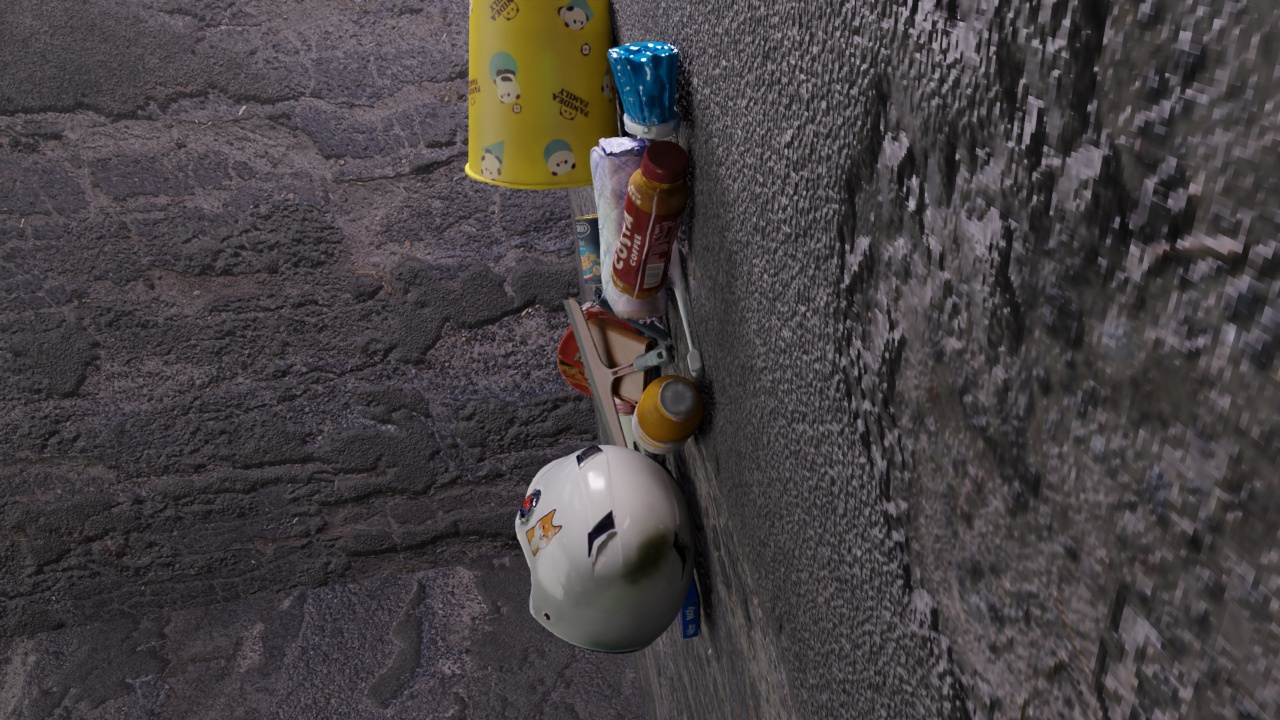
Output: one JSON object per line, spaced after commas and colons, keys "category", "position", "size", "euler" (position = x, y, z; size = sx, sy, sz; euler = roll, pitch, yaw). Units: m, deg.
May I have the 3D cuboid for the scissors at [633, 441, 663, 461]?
{"category": "scissors", "position": [0.008, 0.192, 1.276], "size": [0.162, 0.163, 0.012], "euler": [52, 142, 17]}

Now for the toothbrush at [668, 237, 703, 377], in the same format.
{"category": "toothbrush", "position": [0.041, -0.067, 0.938], "size": [0.016, 0.016, 0.180], "euler": [80, 179, -70]}

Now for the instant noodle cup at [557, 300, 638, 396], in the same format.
{"category": "instant noodle cup", "position": [-0.061, -0.029, 1.458], "size": [0.108, 0.138, 0.138], "euler": [-91, -4, -60]}

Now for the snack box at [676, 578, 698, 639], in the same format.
{"category": "snack box", "position": [0.053, 0.296, 1.277], "size": [0.157, 0.026, 0.085], "euler": [-105, 9, -49]}

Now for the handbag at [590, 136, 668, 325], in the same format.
{"category": "handbag", "position": [-0.012, -0.152, 1.043], "size": [0.134, 0.075, 0.194], "euler": [-112, 14, -66]}

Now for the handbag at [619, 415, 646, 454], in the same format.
{"category": "handbag", "position": [-0.017, 0.095, 1.528], "size": [0.178, 0.063, 0.163], "euler": [-112, 11, -52]}

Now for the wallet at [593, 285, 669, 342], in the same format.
{"category": "wallet", "position": [-0.014, -0.060, 1.157], "size": [0.019, 0.097, 0.121], "euler": [-58, 11, 6]}

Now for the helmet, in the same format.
{"category": "helmet", "position": [-0.025, 0.210, 1.129], "size": [0.157, 0.230, 0.273], "euler": [-48, 35, 47]}

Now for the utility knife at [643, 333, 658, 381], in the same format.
{"category": "utility knife", "position": [0.012, -0.012, 1.301], "size": [0.034, 0.018, 0.238], "euler": [139, 124, -84]}

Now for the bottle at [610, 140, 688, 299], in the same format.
{"category": "bottle", "position": [0.010, -0.132, 0.876], "size": [0.175, 0.057, 0.057], "euler": [106, 157, -55]}

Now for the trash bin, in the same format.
{"category": "trash bin", "position": [-0.136, -0.391, 1.272], "size": [0.229, 0.229, 0.256], "euler": [-109, 18, -63]}

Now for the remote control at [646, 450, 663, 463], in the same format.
{"category": "remote control", "position": [0.021, 0.138, 1.377], "size": [0.053, 0.024, 0.137], "euler": [-109, 11, -53]}

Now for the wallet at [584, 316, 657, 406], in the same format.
{"category": "wallet", "position": [-0.032, 0.011, 1.309], "size": [0.131, 0.035, 0.119], "euler": [23, 119, 45]}

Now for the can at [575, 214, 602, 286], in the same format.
{"category": "can", "position": [-0.060, -0.179, 1.474], "size": [0.075, 0.075, 0.111], "euler": [-122, 24, -76]}

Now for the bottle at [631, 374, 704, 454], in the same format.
{"category": "bottle", "position": [0.029, 0.055, 0.960], "size": [0.190, 0.068, 0.068], "euler": [108, 154, -77]}

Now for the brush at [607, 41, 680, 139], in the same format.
{"category": "brush", "position": [0.000, -0.259, 0.905], "size": [0.314, 0.060, 0.109], "euler": [-105, 5, -67]}

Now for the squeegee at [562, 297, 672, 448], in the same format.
{"category": "squeegee", "position": [-0.007, 0.007, 1.212], "size": [0.250, 0.040, 0.247], "euler": [-21, 87, 64]}

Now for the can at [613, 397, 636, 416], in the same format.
{"category": "can", "position": [-0.015, 0.032, 1.376], "size": [0.066, 0.066, 0.094], "euler": [-134, 37, -81]}
